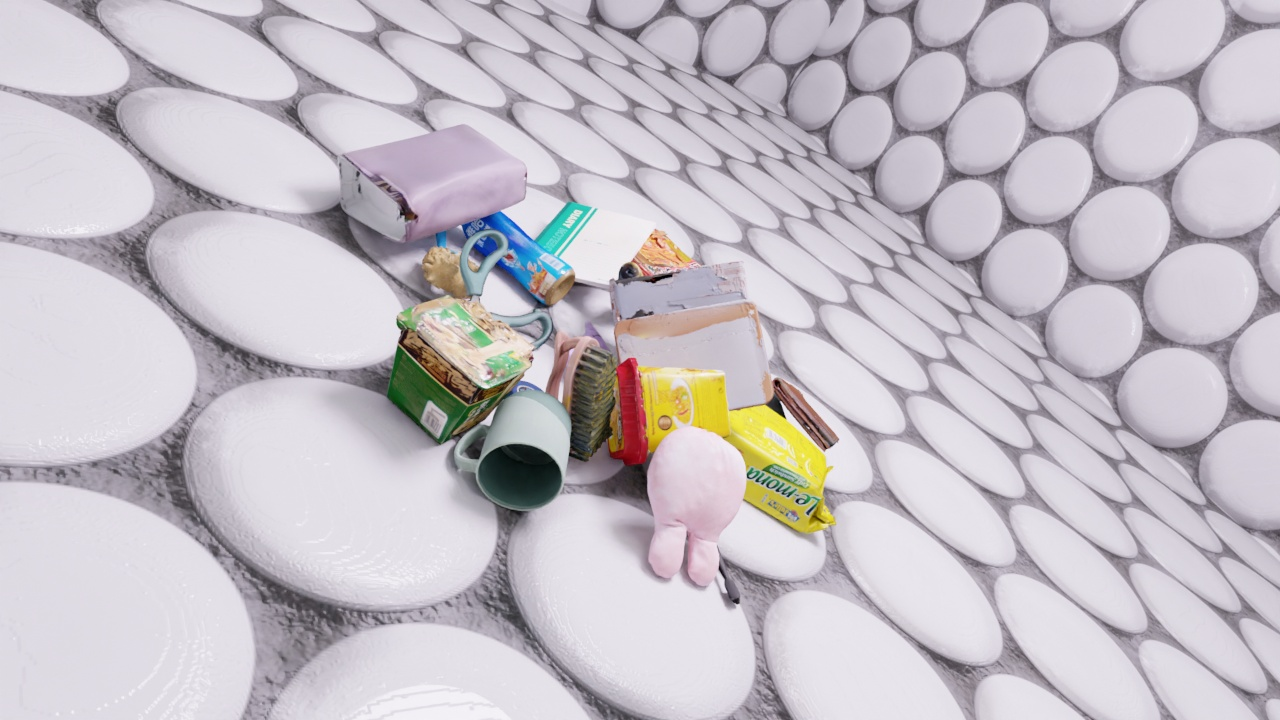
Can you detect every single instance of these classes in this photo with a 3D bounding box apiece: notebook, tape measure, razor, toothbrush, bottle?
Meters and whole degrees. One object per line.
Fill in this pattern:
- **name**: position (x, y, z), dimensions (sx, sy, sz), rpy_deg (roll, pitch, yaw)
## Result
- **notebook**: position (-0.078, -0.175, 1.371), dimensions (0.150, 0.012, 0.208), rpy_deg (15, 38, 12)
- **tape measure**: position (-0.126, 0.047, 1.028), dimensions (0.054, 0.025, 0.058), rpy_deg (44, 23, 23)
- **razor**: position (-0.008, -0.102, 1.309), dimensions (0.062, 0.067, 0.167), rpy_deg (36, -9, 11)
- **toothbrush**: position (0.068, 0.182, 1.024), dimensions (0.026, 0.027, 0.212), rpy_deg (-21, 46, -5)
- **bottle**: position (-0.190, -0.163, 1.272), dimensions (0.219, 0.065, 0.065), rpy_deg (38, 26, 11)

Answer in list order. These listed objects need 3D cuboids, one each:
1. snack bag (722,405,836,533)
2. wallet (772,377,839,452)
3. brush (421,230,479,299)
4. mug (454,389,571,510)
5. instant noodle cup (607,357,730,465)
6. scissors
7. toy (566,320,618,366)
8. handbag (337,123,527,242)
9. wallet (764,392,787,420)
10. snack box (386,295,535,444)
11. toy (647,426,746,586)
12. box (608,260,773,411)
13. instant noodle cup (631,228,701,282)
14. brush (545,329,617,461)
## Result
- **snack bag**: position (0.148, 0.113, 1.186), dimensions (0.246, 0.068, 0.157), rpy_deg (33, 26, -5)
- **wallet**: position (0.232, 0.076, 1.303), dimensions (0.124, 0.032, 0.101), rpy_deg (50, 9, 11)
- **brush**: position (-0.258, -0.154, 1.205), dimensions (0.083, 0.046, 0.254), rpy_deg (17, 26, -29)
- **mug**: position (-0.126, 0.085, 0.913), dimensions (0.112, 0.082, 0.106), rpy_deg (0, 30, 2)
- **instant noodle cup**: position (0.029, 0.056, 1.032), dimensions (0.123, 0.116, 0.116), rpy_deg (-3, 82, -13)
- **scissors**: position (-0.169, -0.069, 1.126), dimensions (0.181, 0.019, 0.169), rpy_deg (38, 52, -32)
- **toy**: position (-0.063, 0.001, 1.168), dimensions (0.084, 0.039, 0.107), rpy_deg (54, 23, -8)
- **handbag**: position (-0.265, -0.224, 1.184), dimensions (0.145, 0.099, 0.196), rpy_deg (30, 42, 32)
- **wallet**: position (0.167, 0.056, 1.341), dimensions (0.106, 0.037, 0.129), rpy_deg (35, 24, -23)
- **snack box**: position (-0.187, 0.015, 0.922), dimensions (0.118, 0.106, 0.117), rpy_deg (39, 28, 12)
- **toy**: position (0.055, 0.151, 0.959), dimensions (0.121, 0.159, 0.054), rpy_deg (22, -16, -28)
- **box**: position (0.058, -0.019, 1.173), dimensions (0.157, 0.181, 0.197), rpy_deg (97, -17, -81)
- **instant noodle cup**: position (0.027, -0.138, 1.462), dimensions (0.189, 0.079, 0.164), rpy_deg (45, 29, 22)
- **brush**: position (-0.067, 0.035, 0.976), dimensions (0.073, 0.146, 0.063), rpy_deg (23, 41, 21)
